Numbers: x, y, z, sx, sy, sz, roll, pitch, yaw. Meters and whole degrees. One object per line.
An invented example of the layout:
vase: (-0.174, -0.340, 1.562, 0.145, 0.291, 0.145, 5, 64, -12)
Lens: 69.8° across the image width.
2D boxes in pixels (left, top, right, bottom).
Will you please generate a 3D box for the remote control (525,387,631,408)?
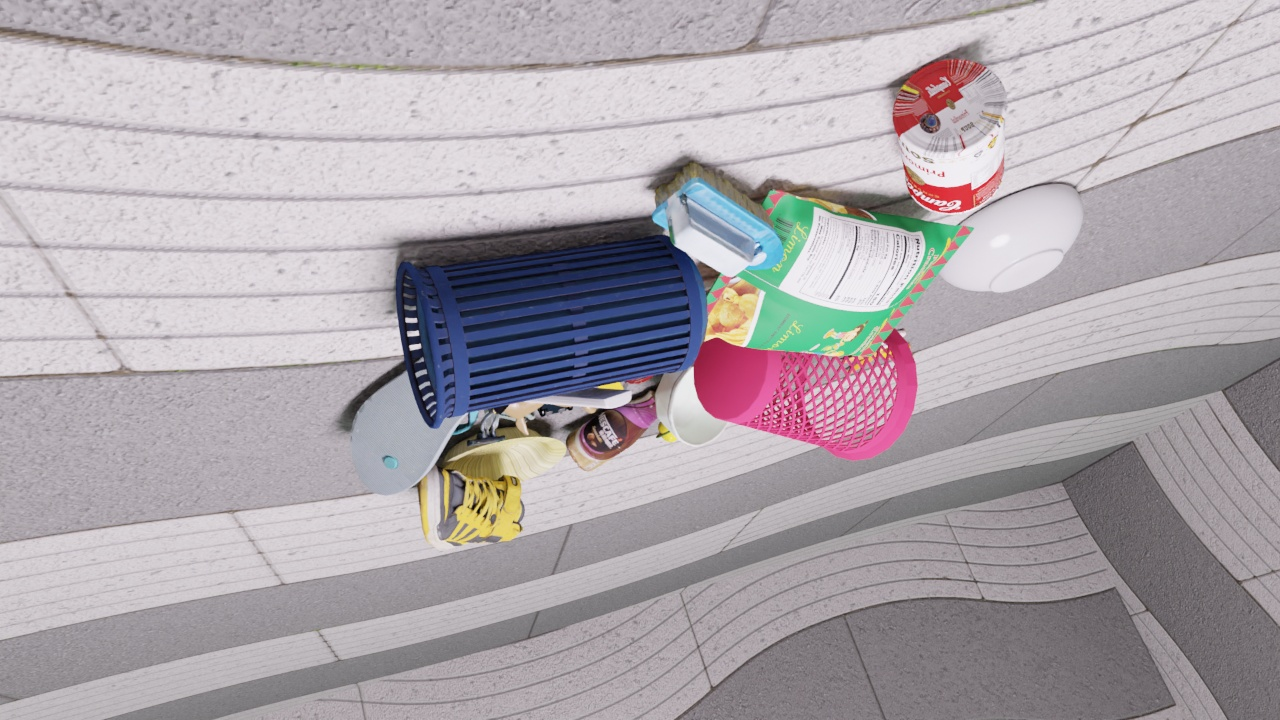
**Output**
remote control: (-0.062, 0.034, 0.852, 0.033, 0.012, 0.131, -17, -168, -41)

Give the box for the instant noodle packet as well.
instant noodle packet: (0.191, -0.079, 0.942, 0.252, 0.090, 0.196, 5, 136, -27)

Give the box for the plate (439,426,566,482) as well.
plate: (-0.191, 0.124, 1.200, 0.184, 0.036, 0.185, -16, 157, -7)

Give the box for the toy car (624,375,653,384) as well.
toy car: (-0.006, 0.006, 1.083, 0.042, 0.036, 0.091, -22, 163, 4)

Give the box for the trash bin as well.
trash bin: (-0.073, -0.033, 0.804, 0.249, 0.139, 0.140, -11, 156, -23)

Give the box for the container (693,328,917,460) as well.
container: (0.189, 0.020, 1.111, 0.225, 0.183, 0.184, 9, 145, -36)

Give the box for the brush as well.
brush: (0.076, -0.108, 0.793, 0.135, 0.075, 0.056, 24, 134, -38)

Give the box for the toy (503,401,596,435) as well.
toy: (-0.104, 0.021, 0.970, 0.108, 0.134, 0.106, -23, 116, 13)

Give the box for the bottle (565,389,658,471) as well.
bottle: (-0.019, 0.083, 1.218, 0.166, 0.059, 0.059, -33, 155, 12)

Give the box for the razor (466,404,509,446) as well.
razor: (-0.129, 0.036, 0.917, 0.042, 0.022, 0.145, -5, 143, -46)

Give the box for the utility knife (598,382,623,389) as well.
utility knife: (-0.043, 0.025, 1.114, 0.030, 0.017, 0.191, -16, 155, 6)

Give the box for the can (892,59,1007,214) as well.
can: (0.265, -0.187, 0.781, 0.087, 0.086, 0.116, -25, 158, 13)

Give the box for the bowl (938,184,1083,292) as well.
bowl: (0.442, -0.129, 1.081, 0.176, 0.066, 0.177, -16, 157, -7)

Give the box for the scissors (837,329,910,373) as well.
scissors: (0.347, -0.013, 1.346, 0.125, 0.011, 0.128, -14, 156, -15)

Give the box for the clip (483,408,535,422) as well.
clip: (-0.161, 0.061, 1.100, 0.050, 0.023, 0.078, -20, 156, 7)

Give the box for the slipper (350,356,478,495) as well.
slipper: (-0.214, 0.039, 0.949, 0.269, 0.098, 0.054, -44, -175, 28)

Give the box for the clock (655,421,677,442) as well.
clock: (0.069, 0.075, 1.241, 0.118, 0.057, 0.084, -23, 175, -33)

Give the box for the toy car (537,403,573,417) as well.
toy car: (-0.099, 0.034, 1.070, 0.046, 0.034, 0.112, -12, 158, -15)

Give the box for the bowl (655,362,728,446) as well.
bowl: (0.063, 0.044, 1.155, 0.117, 0.117, 0.061, 2, -167, -41)

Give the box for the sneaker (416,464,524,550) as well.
sneaker: (-0.208, 0.180, 1.148, 0.122, 0.086, 0.239, -9, 160, -8)
